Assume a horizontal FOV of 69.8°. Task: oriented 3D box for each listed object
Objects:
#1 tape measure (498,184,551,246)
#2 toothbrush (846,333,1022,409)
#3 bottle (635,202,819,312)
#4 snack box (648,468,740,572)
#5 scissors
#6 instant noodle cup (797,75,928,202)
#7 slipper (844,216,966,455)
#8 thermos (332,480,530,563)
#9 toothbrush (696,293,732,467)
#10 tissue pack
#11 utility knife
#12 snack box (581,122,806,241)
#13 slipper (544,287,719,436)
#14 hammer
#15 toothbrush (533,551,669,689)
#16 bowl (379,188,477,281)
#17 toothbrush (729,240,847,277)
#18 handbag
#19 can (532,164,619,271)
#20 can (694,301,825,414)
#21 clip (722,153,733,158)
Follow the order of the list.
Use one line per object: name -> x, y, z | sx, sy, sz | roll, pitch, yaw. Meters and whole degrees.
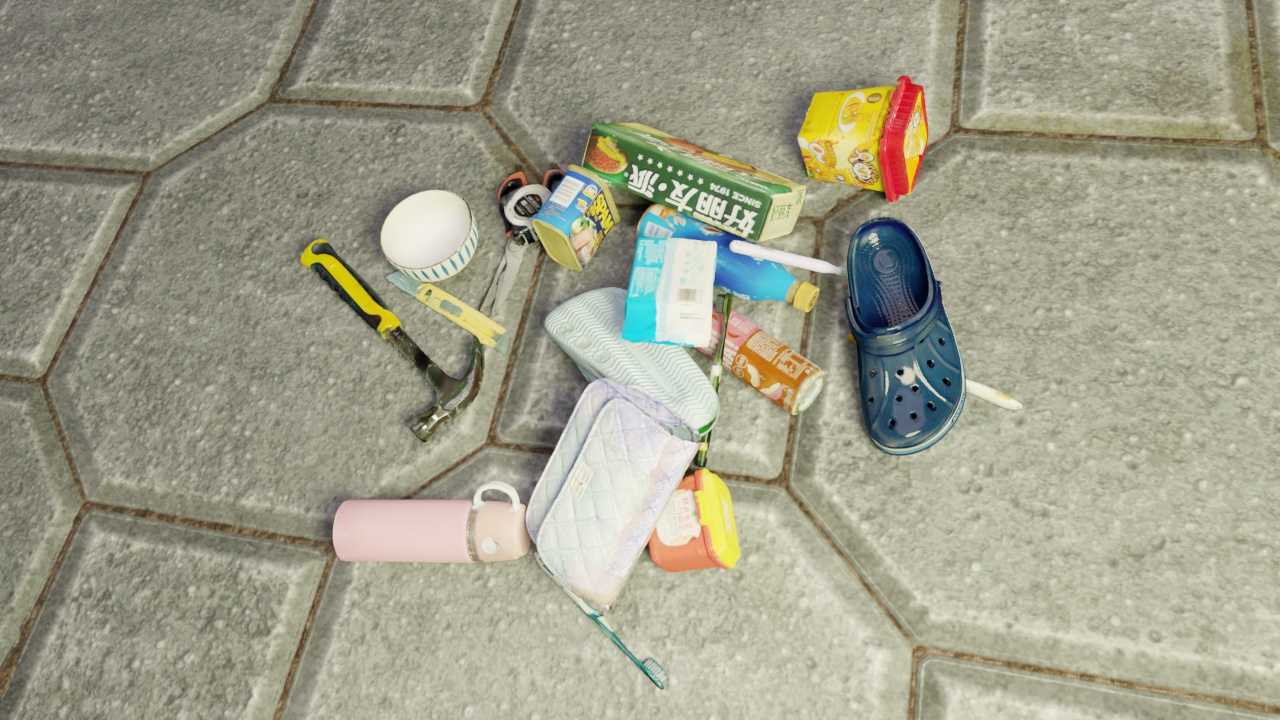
tape measure -> -0.132, -0.180, 1.118 | 0.066, 0.033, 0.065 | -25, 65, -1
toothbrush -> 0.309, 0.008, 0.969 | 0.191, 0.016, 0.018 | 25, 62, 21
bottle -> 0.099, -0.113, 1.041 | 0.219, 0.065, 0.065 | 27, 72, 21
snack box -> 0.048, 0.162, 0.908 | 0.080, 0.082, 0.091 | -15, 61, 14
scissors -> -0.160, -0.156, 1.140 | 0.205, 0.015, 0.197 | -34, 64, -7
instant noodle cup -> 0.257, -0.258, 1.062 | 0.124, 0.116, 0.115 | 11, 66, 28
slipper -> 0.265, -0.033, 0.933 | 0.105, 0.095, 0.252 | -10, 74, 20
thermos -> -0.216, 0.168, 0.953 | 0.199, 0.067, 0.087 | -3, 109, 11
toothbrush -> 0.075, 0.020, 0.968 | 0.017, 0.012, 0.186 | 9, 91, 33
tissue pack -> 0.032, -0.071, 0.966 | 0.090, 0.063, 0.139 | 3, 47, 6
utility knife -> -0.232, -0.063, 1.110 | 0.198, 0.021, 0.031 | 28, 73, 26
snack box -> 0.061, -0.210, 1.064 | 0.240, 0.114, 0.063 | 26, 113, 21
slipper -> -0.006, 0.006, 0.995 | 0.104, 0.074, 0.245 | -34, 55, -17
hammer -> -0.306, -0.047, 1.104 | 0.126, 0.032, 0.323 | -43, 64, -11
toothbrush -> -0.041, 0.254, 0.915 | 0.018, 0.016, 0.191 | -40, 64, -21
bowl -> -0.251, -0.144, 1.121 | 0.116, 0.066, 0.116 | -5, 63, 9
toothbrush -> 0.186, -0.108, 1.002 | 0.189, 0.021, 0.029 | 10, 52, -13
handbag -> -0.033, 0.123, 0.889 | 0.134, 0.075, 0.194 | 37, 108, 39
can -> -0.076, -0.165, 1.080 | 0.057, 0.102, 0.083 | 27, 74, 21
can -> 0.124, -0.003, 0.985 | 0.147, 0.058, 0.057 | 36, 75, 24
clip -> 0.115, -0.232, 1.124 | 0.026, 0.041, 0.058 | -32, 62, -4
